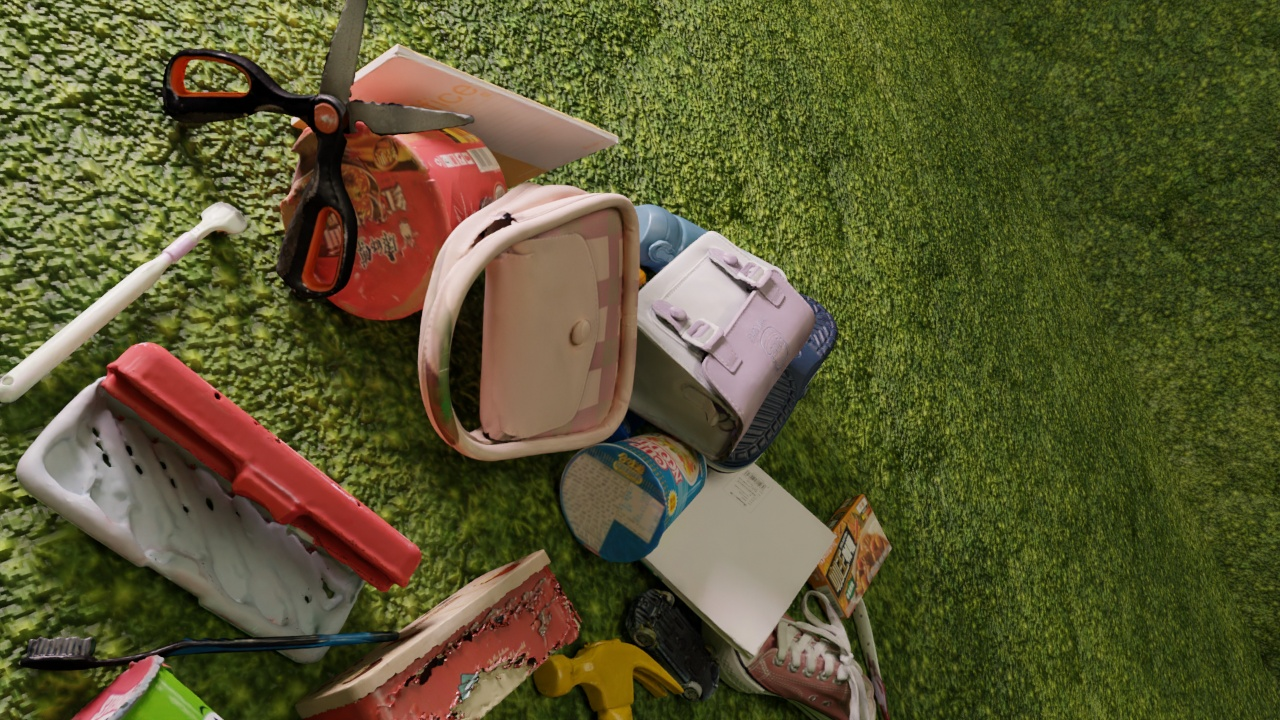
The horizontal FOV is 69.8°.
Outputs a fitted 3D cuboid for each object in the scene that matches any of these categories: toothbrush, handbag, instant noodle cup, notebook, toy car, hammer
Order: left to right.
[{"bbox_3d":[-0.304,-0.039,0.545,0.029,0.020,0.189,26,45,2],"label":"toothbrush"},{"bbox_3d":[-0.225,0.154,0.500,0.189,0.014,0.016,6,53,-31],"label":"toothbrush"},{"bbox_3d":[-0.165,-0.107,0.657,0.138,0.138,0.108,60,30,-6],"label":"instant noodle cup"},{"bbox_3d":[-0.139,-0.179,0.711,0.206,0.146,0.010,9,74,-47],"label":"notebook"},{"bbox_3d":[-0.084,-0.020,0.638,0.233,0.093,0.193,-30,127,-64],"label":"handbag"},{"bbox_3d":[0.000,0.356,0.667,0.128,0.033,0.300,7,65,-46],"label":"hammer"},{"bbox_3d":[0.002,0.103,0.768,0.109,0.099,0.099,-23,88,-60],"label":"instant noodle cup"},{"bbox_3d":[0.027,0.238,0.763,0.105,0.031,0.048,52,40,-13],"label":"toy car"},{"bbox_3d":[0.064,-0.020,0.819,0.145,0.099,0.196,37,41,4],"label":"handbag"},{"bbox_3d":[0.088,0.162,0.844,0.150,0.012,0.208,41,36,12],"label":"notebook"},{"bbox_3d":[0.256,0.344,0.984,0.017,0.016,0.187,13,60,-54],"label":"toothbrush"}]

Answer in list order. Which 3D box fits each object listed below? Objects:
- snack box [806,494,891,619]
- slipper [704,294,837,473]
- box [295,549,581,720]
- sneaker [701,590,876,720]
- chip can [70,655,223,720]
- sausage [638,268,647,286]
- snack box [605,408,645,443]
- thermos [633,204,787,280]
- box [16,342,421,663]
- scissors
[{"bbox_3d":[0.228,0.215,1.014,0.153,0.026,0.075,-32,94,-52],"label":"snack box"},{"bbox_3d":[0.114,0.020,0.938,0.105,0.095,0.252,37,50,8],"label":"slipper"},{"bbox_3d":[-0.115,0.196,0.574,0.167,0.092,0.077,-29,89,-52],"label":"box"},{"bbox_3d":[0.156,0.277,0.845,0.241,0.088,0.118,39,45,-29],"label":"sneaker"},{"bbox_3d":[-0.190,0.255,0.470,0.236,0.072,0.072,51,40,-17],"label":"chip can"},{"bbox_3d":[-0.052,-0.102,0.868,0.165,0.022,0.021,21,55,-41],"label":"sausage"},{"bbox_3d":[-0.005,0.005,0.859,0.084,0.026,0.156,58,38,-9],"label":"snack box"},{"bbox_3d":[0.068,-0.102,0.974,0.220,0.070,0.070,19,56,-43],"label":"thermos"},{"bbox_3d":[-0.234,0.090,0.517,0.201,0.096,0.100,45,66,-25],"label":"box"},{"bbox_3d":[-0.211,-0.142,0.586,0.021,0.233,0.221,-48,147,-61],"label":"scissors"}]
